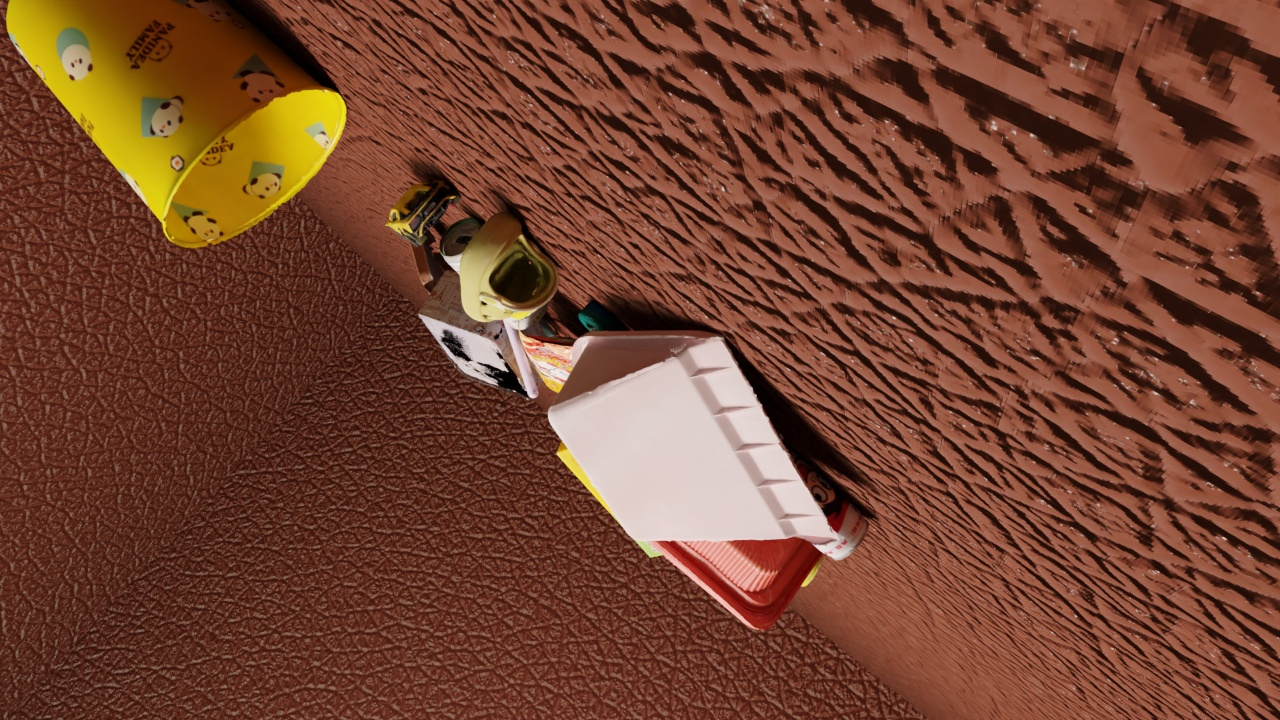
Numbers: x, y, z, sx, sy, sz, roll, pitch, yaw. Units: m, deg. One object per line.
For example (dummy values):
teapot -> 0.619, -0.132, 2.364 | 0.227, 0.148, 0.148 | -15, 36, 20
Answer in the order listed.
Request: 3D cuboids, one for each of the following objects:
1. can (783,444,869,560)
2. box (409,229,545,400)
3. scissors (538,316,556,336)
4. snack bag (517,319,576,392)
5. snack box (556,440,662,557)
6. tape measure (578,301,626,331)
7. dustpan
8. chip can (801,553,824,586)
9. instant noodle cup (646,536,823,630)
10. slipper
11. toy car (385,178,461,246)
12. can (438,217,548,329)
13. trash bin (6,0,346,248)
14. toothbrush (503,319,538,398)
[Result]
can -> 0.149, 0.126, 0.860 | 0.133, 0.053, 0.053 | 41, 171, -5
box -> -0.241, -0.068, 1.263 | 0.274, 0.124, 0.179 | 43, 167, 30
scissors -> -0.182, -0.086, 1.304 | 0.179, 0.019, 0.172 | 39, 172, 12
snack bag -> -0.084, -0.005, 1.122 | 0.128, 0.073, 0.208 | 16, 171, -1
snack box -> 0.020, 0.148, 1.157 | 0.158, 0.069, 0.210 | -21, 116, 41
tape measure -> -0.039, -0.035, 0.942 | 0.054, 0.025, 0.058 | 45, 169, -35
dustpan -> 0.036, 0.053, 0.841 | 0.274, 0.138, 0.222 | -13, 118, 34
chip can -> 0.100, 0.185, 1.056 | 0.221, 0.072, 0.073 | 24, 172, -5
instant noodle cup -> 0.107, 0.168, 0.977 | 0.189, 0.164, 0.079 | 37, 141, 11
slipper -> -0.127, -0.077, 0.905 | 0.081, 0.091, 0.191 | 37, 168, 6
toy car -> -0.243, -0.164, 0.998 | 0.041, 0.071, 0.156 | 42, 172, -24
can -> -0.165, -0.097, 1.050 | 0.058, 0.058, 0.147 | 33, 168, 41
trash bin -> -0.484, -0.287, 0.957 | 0.255, 0.229, 0.230 | 46, 171, -1
toothbrush -> -0.162, -0.042, 1.129 | 0.021, 0.029, 0.189 | -3, 108, 54
